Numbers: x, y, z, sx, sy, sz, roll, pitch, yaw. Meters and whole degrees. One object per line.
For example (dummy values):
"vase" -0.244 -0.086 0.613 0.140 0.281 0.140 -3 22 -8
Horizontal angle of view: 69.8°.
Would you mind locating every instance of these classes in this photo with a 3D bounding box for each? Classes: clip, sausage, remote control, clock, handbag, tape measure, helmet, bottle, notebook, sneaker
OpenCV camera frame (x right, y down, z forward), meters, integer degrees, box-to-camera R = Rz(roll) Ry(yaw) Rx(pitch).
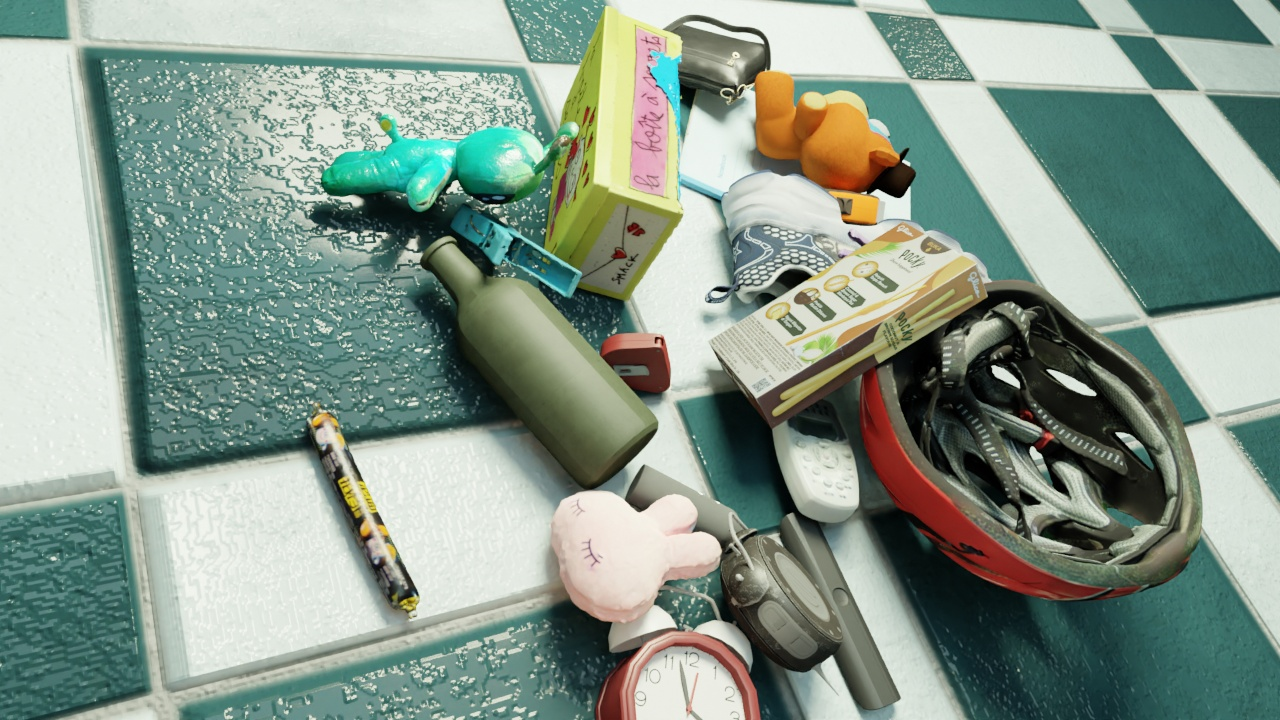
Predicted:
"clip" 0.186 -0.087 0.765 0.045 0.014 0.051 -35 85 -18
"sausage" -0.175 0.092 0.572 0.020 0.020 0.155 -19 67 -34
"remote control" 0.143 0.178 0.664 0.033 0.015 0.146 -8 62 -29
"clock" 0.087 0.159 0.609 0.123 0.044 0.091 46 12 -10
"clip" -0.110 -0.091 0.681 0.103 0.027 0.120 27 7 -42
"handbag" 0.065 -0.299 0.918 0.128 0.054 0.078 20 53 16
"tape measure" 0.186 -0.138 0.861 0.058 0.058 0.038 5 94 -28
"helmet" 0.288 0.066 0.706 0.217 0.167 0.272 -29 63 -21
"tape measure" -0.004 0.004 0.696 0.051 0.059 0.019 -2 53 9
"bottle" 0.046 0.113 0.654 0.113 0.030 0.030 28 51 -5
"notebook" 0.164 -0.192 0.931 0.253 0.009 0.180 21 52 -10
"bottle" -0.079 -0.005 0.650 0.207 0.072 0.071 47 51 10
"remote control" 0.135 0.074 0.712 0.060 0.028 0.114 15 42 -17
"clock" 0.024 0.207 0.567 0.096 0.048 0.137 17 54 -14
"sneaker" 0.187 -0.059 0.810 0.269 0.103 0.132 20 66 -11

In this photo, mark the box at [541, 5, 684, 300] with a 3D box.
"box" -0.022 -0.174 0.761 0.080 0.125 0.220 13 55 -19

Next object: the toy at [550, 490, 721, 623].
"toy" -0.004 0.120 0.593 0.105 0.053 0.108 -8 30 -20

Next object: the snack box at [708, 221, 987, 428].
"snack box" 0.154 -0.031 0.706 0.186 0.032 0.101 -31 31 -1

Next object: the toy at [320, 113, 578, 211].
"toy" -0.142 -0.152 0.692 0.193 0.072 0.130 -5 25 -2

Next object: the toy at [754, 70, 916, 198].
"toy" 0.180 -0.209 0.882 0.176 0.112 0.096 44 92 7
